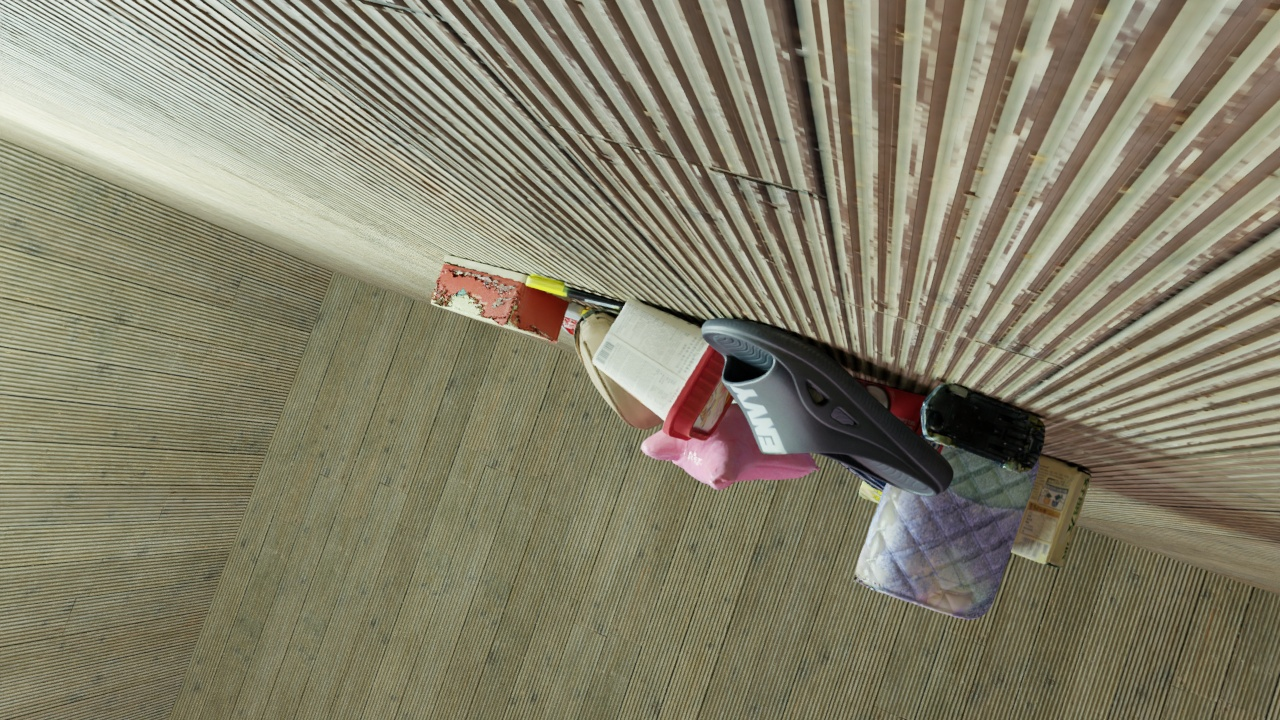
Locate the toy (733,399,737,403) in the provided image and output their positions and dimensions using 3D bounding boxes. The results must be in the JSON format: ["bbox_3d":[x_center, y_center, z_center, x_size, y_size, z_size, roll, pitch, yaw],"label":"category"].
[{"bbox_3d":[0.096,0.017,1.036,0.105,0.066,0.157,-4,171,38],"label":"toy"}]

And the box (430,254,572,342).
[{"bbox_3d":[-0.172,-0.067,1.099,0.168,0.079,0.091,16,177,41],"label":"box"}]

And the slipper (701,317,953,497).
[{"bbox_3d":[0.157,0.059,0.802,0.268,0.083,0.111,36,166,-14],"label":"slipper"}]

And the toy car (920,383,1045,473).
[{"bbox_3d":[0.269,0.053,0.728,0.105,0.049,0.031,21,175,-8],"label":"toy car"}]

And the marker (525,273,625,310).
[{"bbox_3d":[-0.062,-0.070,0.966,0.124,0.015,0.018,16,177,13],"label":"marker"}]

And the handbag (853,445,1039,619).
[{"bbox_3d":[0.309,0.155,0.934,0.134,0.194,0.075,20,180,-7],"label":"handbag"}]

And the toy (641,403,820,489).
[{"bbox_3d":[0.103,0.094,0.981,0.179,0.075,0.194,13,-160,20],"label":"toy"}]

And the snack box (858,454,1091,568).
[{"bbox_3d":[0.387,0.148,1.081,0.240,0.114,0.063,17,177,43],"label":"snack box"}]

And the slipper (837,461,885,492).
[{"bbox_3d":[0.284,0.103,1.022,0.253,0.095,0.105,40,-173,9],"label":"slipper"}]

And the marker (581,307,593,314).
[{"bbox_3d":[-0.048,-0.053,1.201,0.018,0.015,0.123,16,179,19],"label":"marker"}]

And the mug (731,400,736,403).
[{"bbox_3d":[0.166,0.083,1.288,0.083,0.124,0.103,39,174,-17],"label":"mug"}]

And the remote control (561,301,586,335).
[{"bbox_3d":[-0.088,-0.053,1.228,0.056,0.020,0.136,19,170,12],"label":"remote control"}]

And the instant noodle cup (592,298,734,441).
[{"bbox_3d":[0.030,0.005,0.906,0.124,0.116,0.116,32,-178,18],"label":"instant noodle cup"}]

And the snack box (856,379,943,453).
[{"bbox_3d":[0.211,0.048,0.939,0.058,0.057,0.208,25,175,-40],"label":"snack box"}]

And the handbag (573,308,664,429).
[{"bbox_3d":[-0.006,0.006,1.084,0.147,0.100,0.204,56,-178,5],"label":"handbag"}]
